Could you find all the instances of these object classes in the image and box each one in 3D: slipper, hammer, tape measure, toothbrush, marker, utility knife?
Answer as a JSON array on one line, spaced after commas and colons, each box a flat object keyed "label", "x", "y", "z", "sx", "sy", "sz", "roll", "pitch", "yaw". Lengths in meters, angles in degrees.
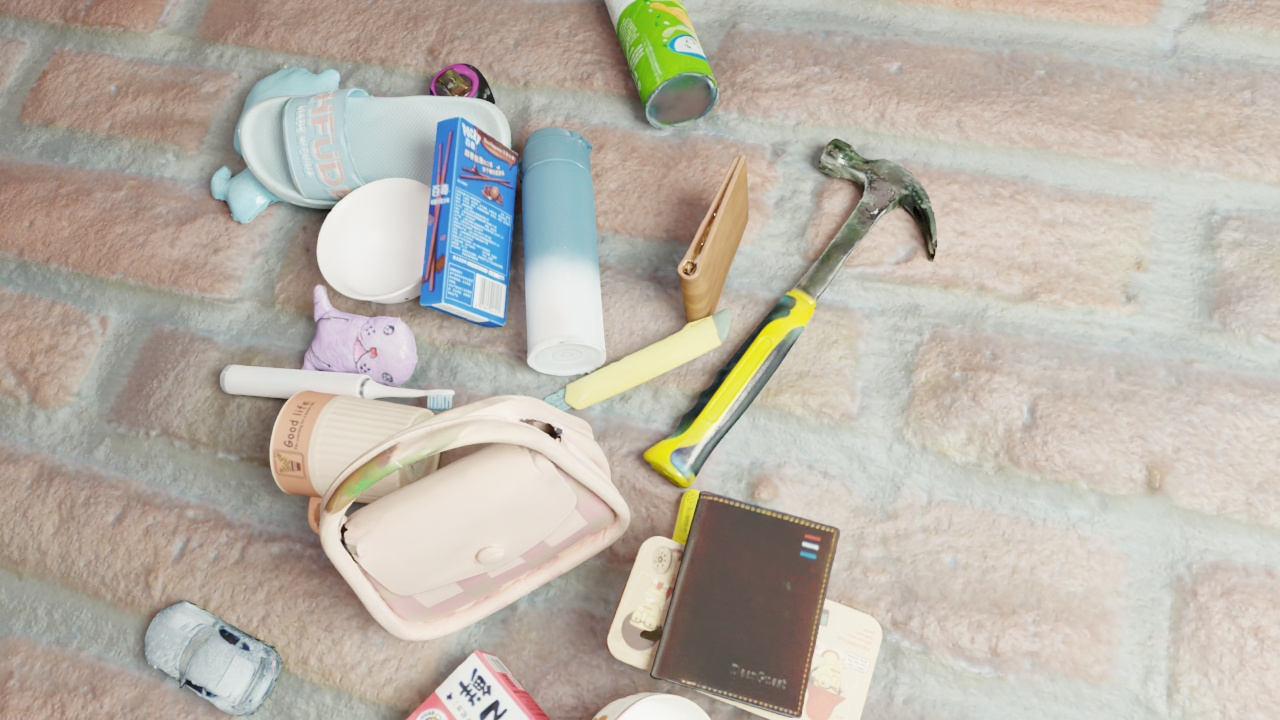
[{"label": "slipper", "x": -0.240, "y": -0.194, "z": 0.823, "sx": 0.245, "sy": 0.074, "sz": 0.104, "roll": -3, "pitch": 94, "yaw": 1}, {"label": "hammer", "x": 0.120, "y": -0.033, "z": 0.732, "sx": 0.126, "sy": 0.032, "sz": 0.322, "roll": 33, "pitch": 77, "yaw": 22}, {"label": "tape measure", "x": -0.172, "y": -0.254, "z": 0.875, "sx": 0.057, "sy": 0.039, "sz": 0.058, "roll": -44, "pitch": 67, "yaw": -9}, {"label": "toothbrush", "x": -0.255, "y": 0.023, "z": 0.770, "sx": 0.221, "sy": 0.026, "sz": 0.026, "roll": 4, "pitch": 87, "yaw": 18}, {"label": "marker", "x": 0.027, "y": 0.156, "z": 0.678, "sx": 0.018, "sy": 0.015, "sz": 0.124, "roll": 10, "pitch": 71, "yaw": 13}, {"label": "utility knife", "x": -0.004, "y": 0.004, "z": 0.733, "sx": 0.173, "sy": 0.019, "sz": 0.031, "roll": -23, "pitch": 62, "yaw": 9}]

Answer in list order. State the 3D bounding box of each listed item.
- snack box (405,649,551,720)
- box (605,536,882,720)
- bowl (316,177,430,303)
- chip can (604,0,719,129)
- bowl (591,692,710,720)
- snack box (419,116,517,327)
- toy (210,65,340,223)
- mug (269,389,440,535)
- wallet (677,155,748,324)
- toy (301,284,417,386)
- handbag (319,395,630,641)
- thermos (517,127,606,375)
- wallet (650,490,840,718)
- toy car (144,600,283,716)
[{"label": "snack box", "x": -0.108, "y": 0.287, "z": 0.632, "sx": 0.113, "sy": 0.044, "sz": 0.127, "roll": -45, "pitch": 67, "yaw": -9}, {"label": "box", "x": 0.065, "y": 0.190, "z": 0.622, "sx": 0.168, "sy": 0.079, "sz": 0.091, "roll": 20, "pitch": 72, "yaw": 5}, {"label": "bowl", "x": -0.213, "y": -0.092, "z": 0.801, "sx": 0.118, "sy": 0.065, "sz": 0.118, "roll": -4, "pitch": 66, "yaw": 8}, {"label": "chip can", "x": 0.005, "y": -0.327, "z": 0.857, "sx": 0.072, "sy": 0.072, "sz": 0.235, "roll": -18, "pitch": 66, "yaw": 2}, {"label": "bowl", "x": -0.006, "y": 0.272, "z": 0.598, "sx": 0.062, "sy": 0.113, "sz": 0.113, "roll": -11, "pitch": 57, "yaw": 52}, {"label": "snack box", "x": -0.141, "y": -0.113, "z": 0.766, "sx": 0.026, "sy": 0.084, "sz": 0.157, "roll": -2, "pitch": 79, "yaw": 27}, {"label": "toy", "x": -0.354, "y": -0.219, "z": 0.891, "sx": 0.161, "sy": 0.050, "sz": 0.156, "roll": -24, "pitch": 71, "yaw": 10}, {"label": "mug", "x": -0.224, "y": 0.086, "z": 0.725, "sx": 0.106, "sy": 0.081, "sz": 0.114, "roll": 6, "pitch": 90, "yaw": 11}, {"label": "wallet", "x": 0.061, "y": -0.091, "z": 0.730, "sx": 0.020, "sy": 0.101, "sz": 0.115, "roll": 19, "pitch": 71, "yaw": 14}, {"label": "toy", "x": -0.237, "y": -0.015, "z": 0.783, "sx": 0.108, "sy": 0.038, "sz": 0.084, "roll": 13, "pitch": 102, "yaw": 17}, {"label": "handbag", "x": -0.120, "y": 0.094, "z": 0.611, "sx": 0.193, "sy": 0.234, "sz": 0.093, "roll": -28, "pitch": 63, "yaw": -2}, {"label": "thermos", "x": -0.069, "y": -0.097, "z": 0.778, "sx": 0.070, "sy": 0.070, "sz": 0.220, "roll": -9, "pitch": 65, "yaw": 7}, {"label": "wallet", "x": 0.068, "y": 0.153, "z": 0.584, "sx": 0.096, "sy": 0.020, "sz": 0.122, "roll": 16, "pitch": 73, "yaw": 3}, {"label": "toy car", "x": -0.332, "y": 0.227, "z": 0.705, "sx": 0.121, "sy": 0.037, "sz": 0.054, "roll": 20, "pitch": 73, "yaw": 21}]
